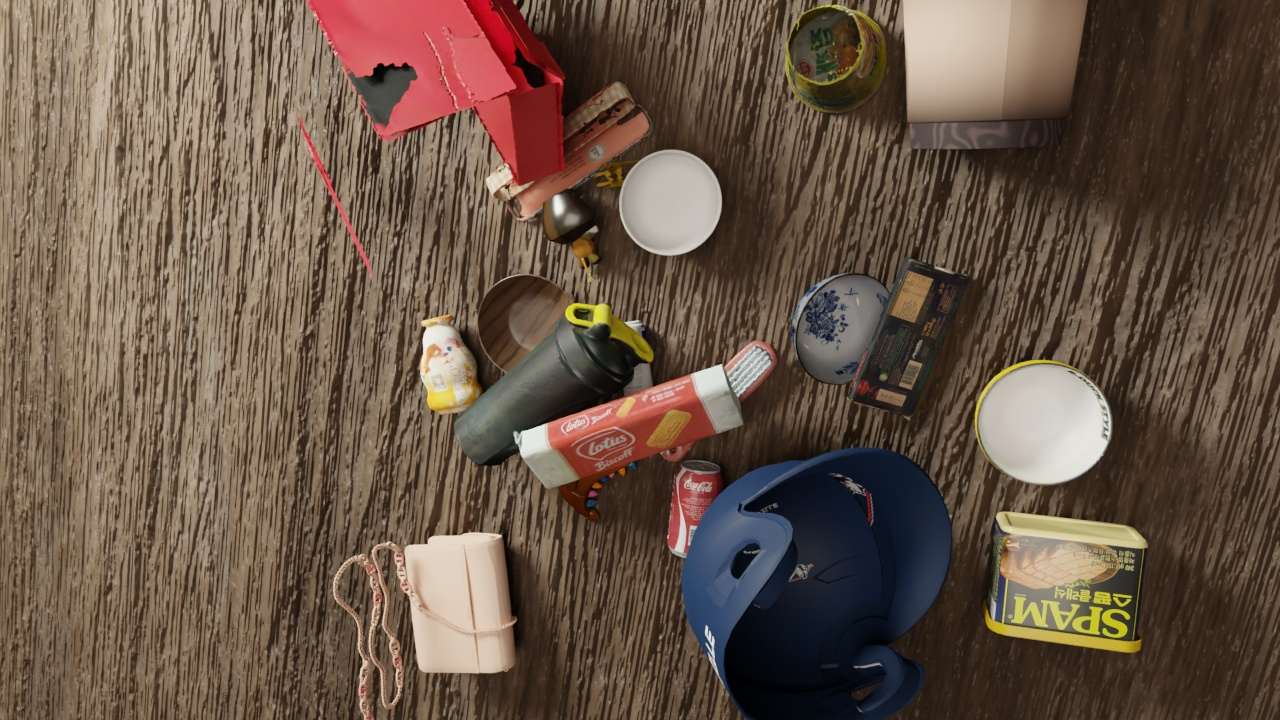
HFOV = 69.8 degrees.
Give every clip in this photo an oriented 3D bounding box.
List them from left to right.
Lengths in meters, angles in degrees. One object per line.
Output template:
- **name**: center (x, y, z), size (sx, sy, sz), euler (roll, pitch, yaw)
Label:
- **clip**: center (-0.027, -0.197, 0.964), size (0.048, 0.054, 0.045), euler (37, 129, 32)

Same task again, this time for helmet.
- **helmet**: center (0.167, 0.195, 0.880), size (0.272, 0.223, 0.232), euler (-40, 111, 8)

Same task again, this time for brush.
- **brush**: center (0.078, 0.048, 0.977), size (0.041, 0.030, 0.173), euler (44, 107, 6)

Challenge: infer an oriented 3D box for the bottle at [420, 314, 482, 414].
- **bottle**: center (-0.217, 0.004, 1.034), size (0.063, 0.063, 0.109), euler (-9, 95, 16)

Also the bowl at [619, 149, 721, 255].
- **bowl**: center (0.031, -0.163, 0.940), size (0.105, 0.054, 0.105), euler (1, 104, 2)

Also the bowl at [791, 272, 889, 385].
- **bowl**: center (0.194, -0.036, 0.913), size (0.114, 0.045, 0.114), euler (-7, 112, -18)

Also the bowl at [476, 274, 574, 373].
- **bowl**: center (-0.119, -0.039, 1.013), size (0.119, 0.032, 0.119), euler (3, 106, 11)

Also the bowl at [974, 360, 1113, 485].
- **bowl**: center (0.379, 0.055, 0.875), size (0.117, 0.067, 0.117), euler (2, 99, 15)

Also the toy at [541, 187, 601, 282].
- **toy**: center (-0.068, -0.133, 0.978), size (0.076, 0.062, 0.100), euler (-13, 105, 53)

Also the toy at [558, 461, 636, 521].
- **toy**: center (-0.046, 0.131, 1.023), size (0.090, 0.070, 0.103), euler (-22, 115, 5)

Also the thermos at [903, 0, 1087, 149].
- **thermos**: center (0.305, -0.302, 0.796), size (0.173, 0.172, 0.226), euler (2, 105, 15)

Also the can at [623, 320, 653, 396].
- **can**: center (-0.006, 0.006, 0.992), size (0.032, 0.032, 0.095), euler (-7, 97, 16)

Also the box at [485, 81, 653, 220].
- **box**: center (-0.077, -0.217, 0.968), size (0.187, 0.054, 0.078), euler (-33, 121, 19)

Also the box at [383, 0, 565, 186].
- **box**: center (-0.179, -0.326, 0.779), size (0.107, 0.409, 0.211), euler (-33, 68, 6)

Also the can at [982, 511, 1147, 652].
- **can**: center (0.410, 0.211, 0.888), size (0.135, 0.075, 0.104), euler (5, 97, 15)

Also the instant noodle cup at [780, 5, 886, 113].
- **instant noodle cup**: center (0.178, -0.287, 0.857), size (0.102, 0.108, 0.102), euler (3, 101, 16)

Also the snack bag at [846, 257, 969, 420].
- **snack bag**: center (0.264, -0.021, 0.905), size (0.074, 0.018, 0.155), euler (15, 103, -19)

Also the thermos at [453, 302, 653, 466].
- **thermos**: center (-0.098, 0.028, 0.962), size (0.221, 0.098, 0.098), euler (-36, 88, 24)

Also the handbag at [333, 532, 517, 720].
- **handbag**: center (-0.223, 0.297, 1.016), size (0.117, 0.187, 0.199), euler (-5, 92, 23)

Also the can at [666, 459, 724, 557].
- **can**: center (0.059, 0.160, 0.987), size (0.054, 0.054, 0.096), euler (8, 100, 14)

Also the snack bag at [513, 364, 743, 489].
- **snack bag**: center (-0.010, 0.069, 0.935), size (0.225, 0.077, 0.041), euler (-20, 48, 8)
